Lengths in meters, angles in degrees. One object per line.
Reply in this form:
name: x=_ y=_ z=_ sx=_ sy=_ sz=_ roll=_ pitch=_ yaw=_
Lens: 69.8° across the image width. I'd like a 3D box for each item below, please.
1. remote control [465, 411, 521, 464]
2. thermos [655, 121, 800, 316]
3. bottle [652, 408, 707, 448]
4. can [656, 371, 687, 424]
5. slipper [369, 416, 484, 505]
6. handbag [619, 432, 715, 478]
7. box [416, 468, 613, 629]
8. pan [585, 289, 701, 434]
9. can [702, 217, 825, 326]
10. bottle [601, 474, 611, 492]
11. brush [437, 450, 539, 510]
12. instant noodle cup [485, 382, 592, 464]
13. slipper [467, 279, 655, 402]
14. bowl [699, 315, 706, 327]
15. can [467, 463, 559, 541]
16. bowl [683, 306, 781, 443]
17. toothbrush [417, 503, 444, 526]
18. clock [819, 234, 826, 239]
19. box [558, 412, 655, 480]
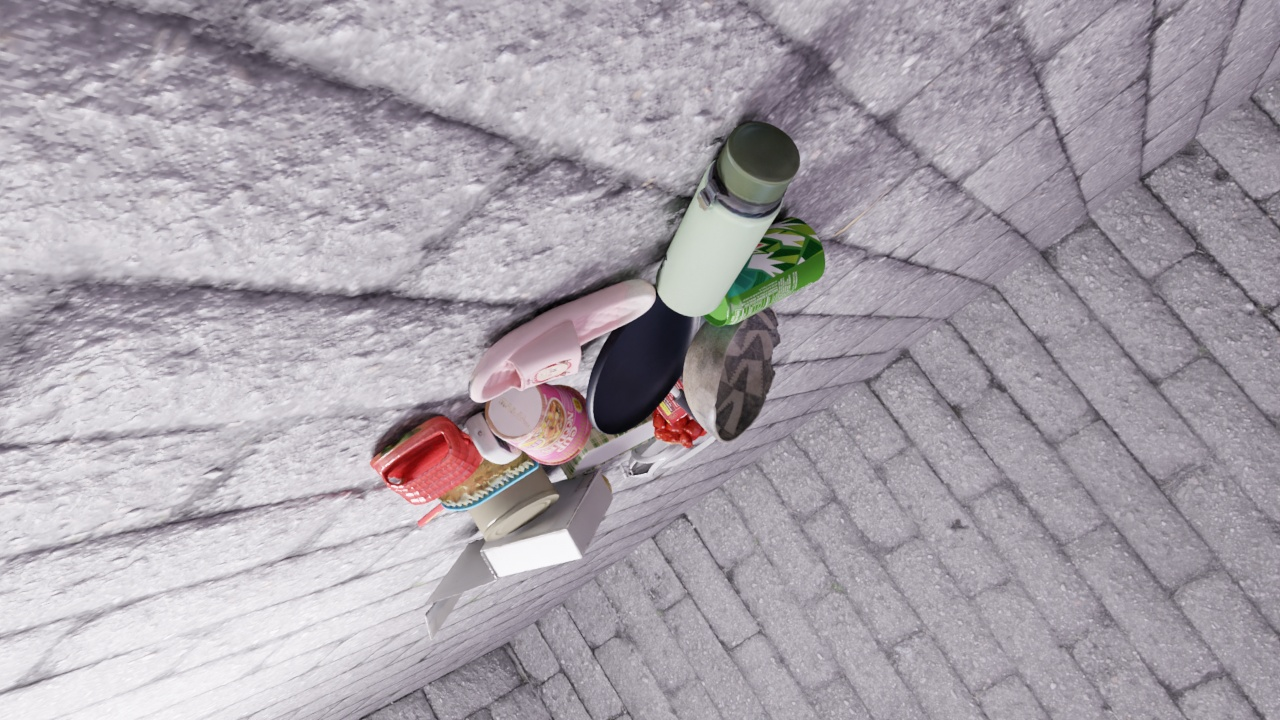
remote control: x=-0.169 y=0.092 z=1.070 sx=0.028 sy=0.060 sz=0.114 roll=-32 pitch=166 yaw=1
thermos: x=0.076 y=-0.128 z=0.866 sx=0.082 sy=0.082 sz=0.232 roll=-27 pitch=164 yaw=-25
bottle: x=0.071 y=0.078 z=1.390 sx=0.099 sy=0.111 sz=0.099 roll=4 pitch=175 yaw=0
can: x=0.068 y=0.024 z=1.305 sx=0.116 sy=0.086 sz=0.086 roll=-34 pitch=165 yaw=4
slipper: x=-0.229 y=0.123 z=1.049 sx=0.103 sy=0.059 sz=0.249 roll=-33 pitch=167 yaw=-3
handbag: x=0.052 y=0.150 z=1.576 sx=0.216 sy=0.095 sz=0.222 roll=-37 pitch=180 yaw=11
box: x=-0.217 y=0.299 z=1.475 sx=0.369 sy=0.098 sz=0.165 roll=-25 pitch=-164 yaw=27
pan: x=0.028 y=0.025 z=1.153 sx=0.198 sy=0.021 sz=0.356 roll=-55 pitch=153 yaw=-6
can: x=0.134 y=-0.102 z=1.055 sx=0.143 sy=0.083 sz=0.083 roll=-28 pitch=164 yaw=-22
bottle: x=-0.128 y=0.257 z=1.683 sx=0.165 sy=0.059 sz=0.060 roll=-18 pitch=159 yaw=-44
brush: x=-0.202 y=0.154 z=1.206 sx=0.136 sy=0.055 sz=0.075 roll=-32 pitch=160 yaw=-4
instant noodle cup: x=-0.119 y=0.064 z=1.042 sx=0.098 sy=0.097 sz=0.108 roll=-36 pitch=158 yaw=8
slipper: x=-0.077 y=-0.017 z=0.935 sx=0.221 sy=0.055 sz=0.107 roll=-30 pitch=167 yaw=-18
bowl: x=0.111 y=-0.045 z=1.226 sx=0.106 sy=0.039 sz=0.106 roll=-22 pitch=132 yaw=-27
can: x=-0.190 y=0.199 z=1.339 sx=0.127 sy=0.073 sz=0.128 roll=-31 pitch=165 yaw=-9
bowl: x=0.101 y=0.007 z=1.137 sx=0.177 sy=0.081 sz=0.179 roll=-38 pitch=136 yaw=-49
toothbrush: x=-0.236 y=0.177 z=1.282 sx=0.213 sy=0.018 sz=0.012 roll=-39 pitch=165 yaw=19
clock: x=0.180 y=-0.118 z=1.177 sx=0.122 sy=0.043 sz=0.091 roll=-27 pitch=164 yaw=-24
box: x=-0.031 y=0.110 z=1.448 sx=0.205 sy=0.051 sz=0.118 roll=-26 pitch=160 yaw=-30
